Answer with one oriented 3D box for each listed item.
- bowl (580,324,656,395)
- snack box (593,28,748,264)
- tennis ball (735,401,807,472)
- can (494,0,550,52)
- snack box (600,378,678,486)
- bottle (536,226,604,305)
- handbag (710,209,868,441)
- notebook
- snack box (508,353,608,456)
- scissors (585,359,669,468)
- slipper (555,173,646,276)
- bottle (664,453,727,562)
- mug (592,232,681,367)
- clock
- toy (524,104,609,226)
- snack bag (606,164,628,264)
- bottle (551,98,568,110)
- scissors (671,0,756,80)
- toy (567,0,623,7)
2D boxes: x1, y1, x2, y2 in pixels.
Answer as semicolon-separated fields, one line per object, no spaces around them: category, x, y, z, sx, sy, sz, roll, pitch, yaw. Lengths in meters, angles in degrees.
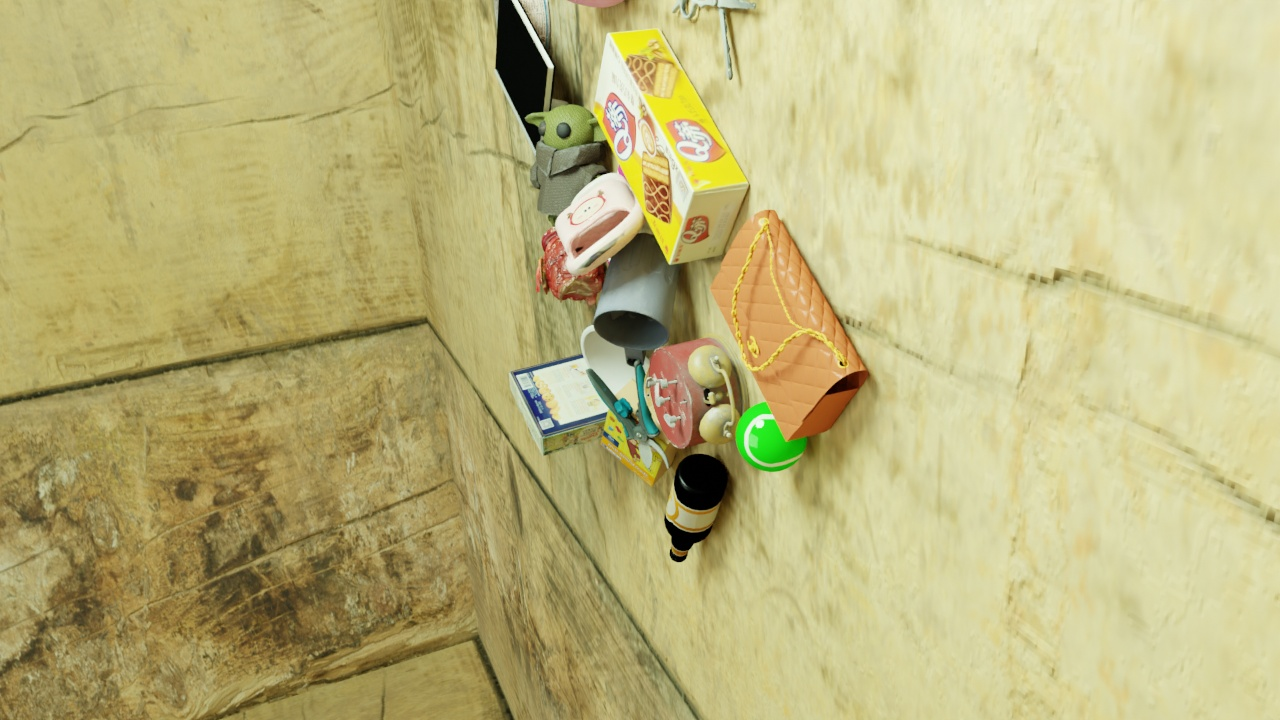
bowl;-0.007;0.007;1.145;0.149;0.043;0.150;35;150;24
snack box;0.024;-0.220;0.937;0.110;0.061;0.230;108;144;-55
tennis ball;0.121;0.070;0.847;0.065;0.065;0.065;167;90;-70
can;-0.171;-0.496;1.320;0.130;0.044;0.130;167;90;-70
snack box;0.002;0.092;1.149;0.088;0.040;0.126;38;151;14
bottle;-0.101;-0.127;1.283;0.099;0.098;0.111;109;148;-55
handbag;0.122;-0.031;0.798;0.109;0.060;0.171;114;139;-53
notebook;-0.162;-0.401;1.264;0.149;0.016;0.206;105;146;-50
snack box;-0.097;0.056;1.308;0.144;0.144;0.043;-122;26;-43
scissors;-0.007;0.056;1.065;0.155;0.019;0.125;42;135;8
slipper;-0.046;-0.163;1.022;0.055;0.107;0.221;50;-166;-25
bottle;0.059;0.186;1.094;0.182;0.059;0.059;100;150;-48
mug;0.000;-0.066;1.026;0.124;0.084;0.103;81;-162;-61
clock;0.058;0.036;0.972;0.159;0.081;0.117;-174;73;-69
toy;-0.091;-0.246;1.167;0.179;0.078;0.153;17;115;40
snack bag;-0.023;-0.180;1.153;0.197;0.016;0.070;111;144;-56
bottle;-0.099;-0.292;1.251;0.044;0.044;0.136;118;136;-61
scissors;0.065;-0.331;0.834;0.175;0.014;0.142;-138;43;-61
toy;-0.056;-0.437;0.949;0.128;0.186;0.265;36;178;4
